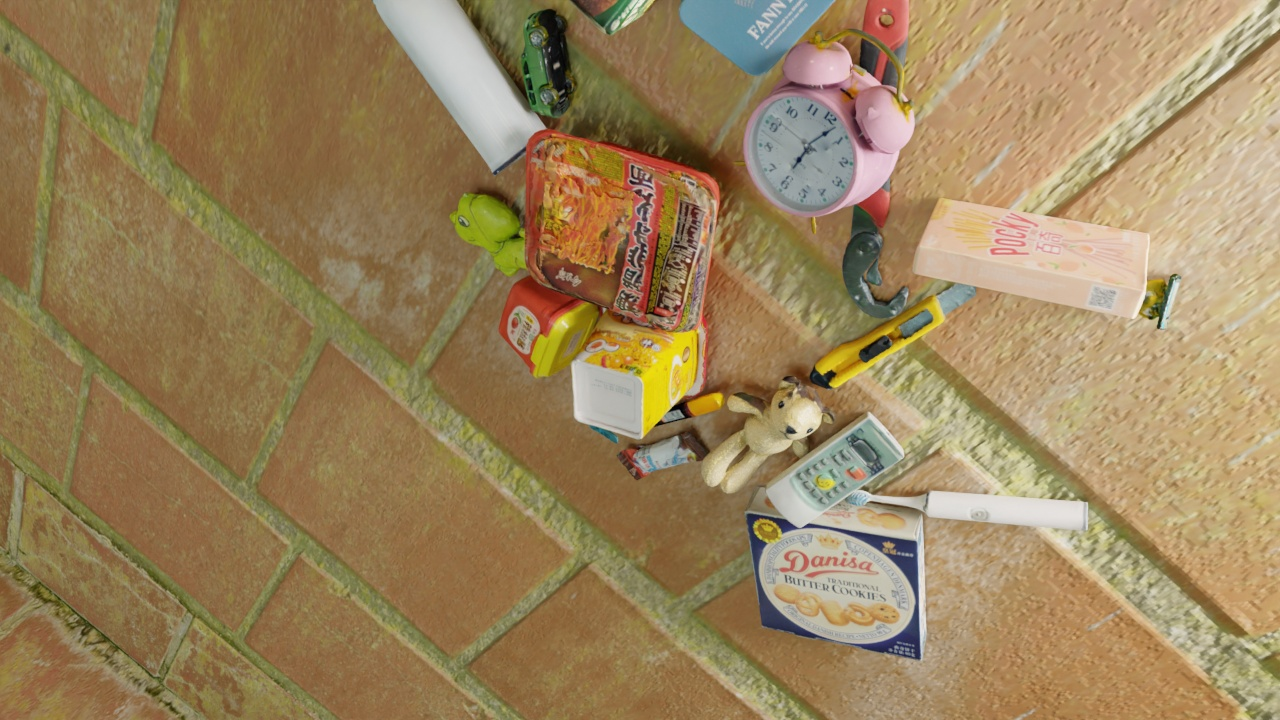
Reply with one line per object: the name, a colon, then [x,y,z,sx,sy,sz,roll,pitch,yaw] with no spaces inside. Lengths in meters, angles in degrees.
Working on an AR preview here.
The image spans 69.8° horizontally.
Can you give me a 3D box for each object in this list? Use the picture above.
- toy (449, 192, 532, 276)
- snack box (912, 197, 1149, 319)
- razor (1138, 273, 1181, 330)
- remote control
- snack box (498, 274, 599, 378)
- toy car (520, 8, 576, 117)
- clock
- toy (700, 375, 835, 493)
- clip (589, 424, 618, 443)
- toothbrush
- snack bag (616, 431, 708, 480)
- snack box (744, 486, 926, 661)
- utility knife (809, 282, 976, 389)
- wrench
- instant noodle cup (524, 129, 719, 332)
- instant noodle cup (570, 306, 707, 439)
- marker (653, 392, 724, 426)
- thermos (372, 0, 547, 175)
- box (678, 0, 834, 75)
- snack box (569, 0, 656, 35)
toy: [-0.148,-0.132,0.944,0.097,0.031,0.100,-8,122,34]
snack box: [0.294,-0.080,0.692,0.157,0.084,0.026,15,132,20]
razor: [0.344,-0.059,0.715,0.133,0.028,0.043,14,104,17]
remote control: [0.188,0.110,0.901,0.135,0.019,0.056,-39,98,21]
snack box: [-0.097,-0.042,0.952,0.080,0.081,0.091,41,133,17]
toy car: [-0.083,-0.261,0.807,0.036,0.043,0.091,12,127,23]
clock: [0.144,-0.180,0.706,0.117,0.059,0.159,44,139,10]
toy: [0.121,0.079,0.916,0.105,0.066,0.158,38,126,-7]
clip: [-0.036,0.076,1.034,0.055,0.034,0.013,19,131,38]
toothbrush: [0.306,0.139,0.879,0.221,0.026,0.027,1,111,29]
snack bag: [0.024,0.106,1.018,0.104,0.026,0.048,-17,124,38]
snack box: [0.211,0.228,0.985,0.178,0.045,0.183,5,124,27]
utility knife: [0.222,-0.022,0.820,0.033,0.015,0.191,44,132,-9]
wrench: [0.192,-0.155,0.742,0.056,0.016,0.274,9,126,25]
instant noodle cup: [-0.015,-0.125,0.840,0.189,0.078,0.165,20,129,15]
instant noodle cup: [-0.005,0.005,0.897,0.116,0.123,0.116,15,128,20]
marker: [0.045,0.053,0.964,0.124,0.015,0.018,-22,107,51]
thermos: [-0.173,-0.279,0.832,0.073,0.073,0.224,-25,107,39]
box: [0.105,-0.290,0.652,0.089,0.063,0.185,30,133,-17]
snack box: [0.045,-0.333,0.606,0.063,0.114,0.241,42,122,-9]
